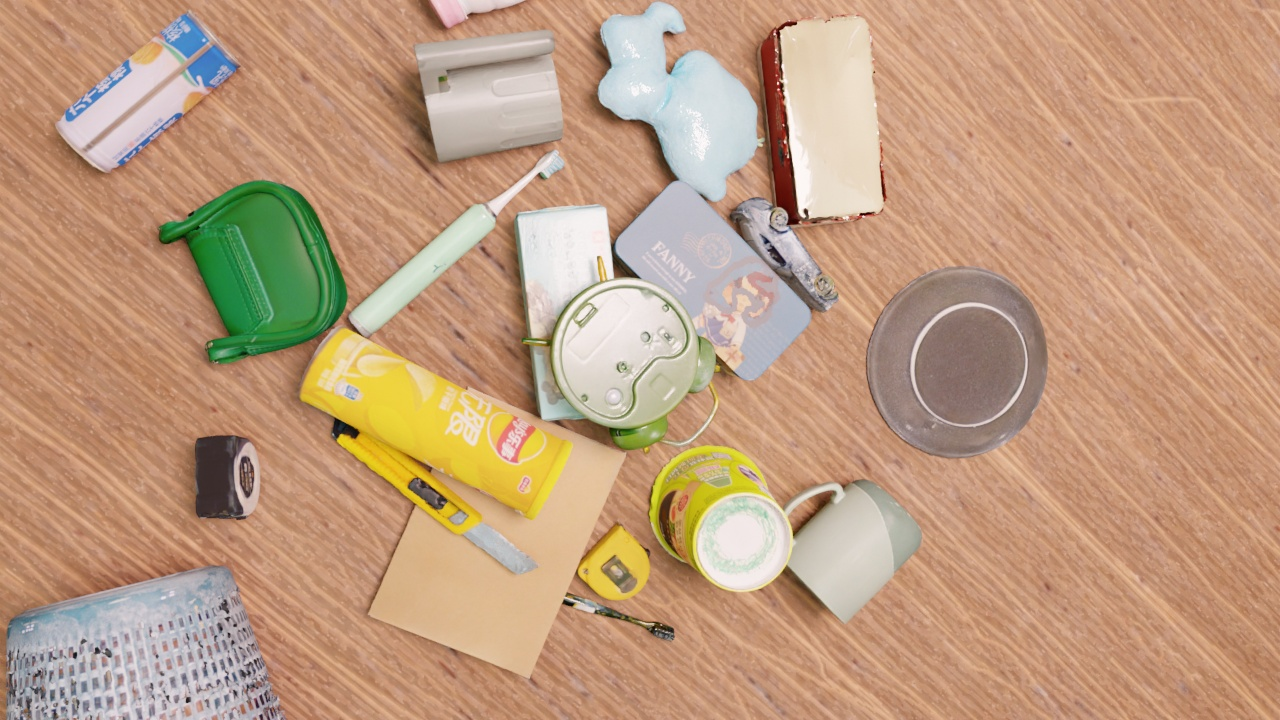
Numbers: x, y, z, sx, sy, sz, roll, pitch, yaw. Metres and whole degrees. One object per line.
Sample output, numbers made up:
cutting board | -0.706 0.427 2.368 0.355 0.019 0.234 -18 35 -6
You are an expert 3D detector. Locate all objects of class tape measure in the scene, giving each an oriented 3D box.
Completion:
tape measure | -0.330 0.095 0.734 0.033 0.066 0.065 -3 79 -6
tape measure | -0.020 0.182 0.807 0.060 0.029 0.057 -45 100 -3

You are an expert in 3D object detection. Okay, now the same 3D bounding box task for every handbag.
handbag | -0.303 -0.070 0.724 0.120 0.068 0.131 -23 97 -5

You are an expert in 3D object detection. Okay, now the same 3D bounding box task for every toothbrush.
toothbrush | -0.152 -0.101 0.766 0.224 0.026 0.027 -42 129 -3
toothbrush | -0.055 0.215 0.810 0.186 0.017 0.012 21 94 -9

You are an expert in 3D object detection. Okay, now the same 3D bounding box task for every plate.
plate | 0.297 0.003 0.842 0.179 0.024 0.179 -1 95 -9

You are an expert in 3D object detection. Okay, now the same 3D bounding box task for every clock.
clock | -0.004 0.004 0.730 0.161 0.056 0.116 43 84 -13

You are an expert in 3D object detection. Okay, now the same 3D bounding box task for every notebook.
notebook | -0.121 0.147 0.788 0.149 0.012 0.211 24 87 -6

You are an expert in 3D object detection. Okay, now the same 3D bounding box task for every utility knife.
utility knife | -0.173 0.112 0.769 0.215 0.015 0.033 38 89 0

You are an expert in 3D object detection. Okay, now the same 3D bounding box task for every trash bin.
trash bin | -0.367 0.264 0.684 0.226 0.227 0.195 -12 84 -7

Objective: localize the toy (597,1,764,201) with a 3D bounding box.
toy | 0.039 -0.216 0.771 0.156 0.050 0.161 3 89 -18

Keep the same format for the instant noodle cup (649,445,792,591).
instant noodle cup | 0.071 0.136 0.768 0.111 0.123 0.111 -1 95 -8

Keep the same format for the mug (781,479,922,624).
mug | 0.176 0.155 0.807 0.106 0.082 0.112 -44 97 -2

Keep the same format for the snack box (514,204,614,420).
snack box | -0.058 -0.040 0.771 0.074 0.051 0.175 -8 96 -9

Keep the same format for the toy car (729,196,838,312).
toy car | 0.124 -0.089 0.793 0.036 0.054 0.120 -42 100 -6

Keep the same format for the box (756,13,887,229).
box | 0.158 -0.201 0.778 0.091 0.077 0.168 -8 96 -8

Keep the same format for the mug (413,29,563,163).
mug | -0.117 -0.212 0.714 0.103 0.124 0.083 -11 78 -10

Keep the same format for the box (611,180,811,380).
box | 0.054 -0.070 0.782 0.184 0.061 0.089 42 87 -11

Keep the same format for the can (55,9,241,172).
can | -0.379 -0.207 0.709 0.134 0.053 0.053 -42 99 -3

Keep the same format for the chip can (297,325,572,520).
chip can | -0.163 0.050 0.744 0.213 0.072 0.072 29 90 -4

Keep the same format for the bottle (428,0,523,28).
bottle | -0.082 -0.334 0.738 0.197 0.068 0.068 -32 98 -2
